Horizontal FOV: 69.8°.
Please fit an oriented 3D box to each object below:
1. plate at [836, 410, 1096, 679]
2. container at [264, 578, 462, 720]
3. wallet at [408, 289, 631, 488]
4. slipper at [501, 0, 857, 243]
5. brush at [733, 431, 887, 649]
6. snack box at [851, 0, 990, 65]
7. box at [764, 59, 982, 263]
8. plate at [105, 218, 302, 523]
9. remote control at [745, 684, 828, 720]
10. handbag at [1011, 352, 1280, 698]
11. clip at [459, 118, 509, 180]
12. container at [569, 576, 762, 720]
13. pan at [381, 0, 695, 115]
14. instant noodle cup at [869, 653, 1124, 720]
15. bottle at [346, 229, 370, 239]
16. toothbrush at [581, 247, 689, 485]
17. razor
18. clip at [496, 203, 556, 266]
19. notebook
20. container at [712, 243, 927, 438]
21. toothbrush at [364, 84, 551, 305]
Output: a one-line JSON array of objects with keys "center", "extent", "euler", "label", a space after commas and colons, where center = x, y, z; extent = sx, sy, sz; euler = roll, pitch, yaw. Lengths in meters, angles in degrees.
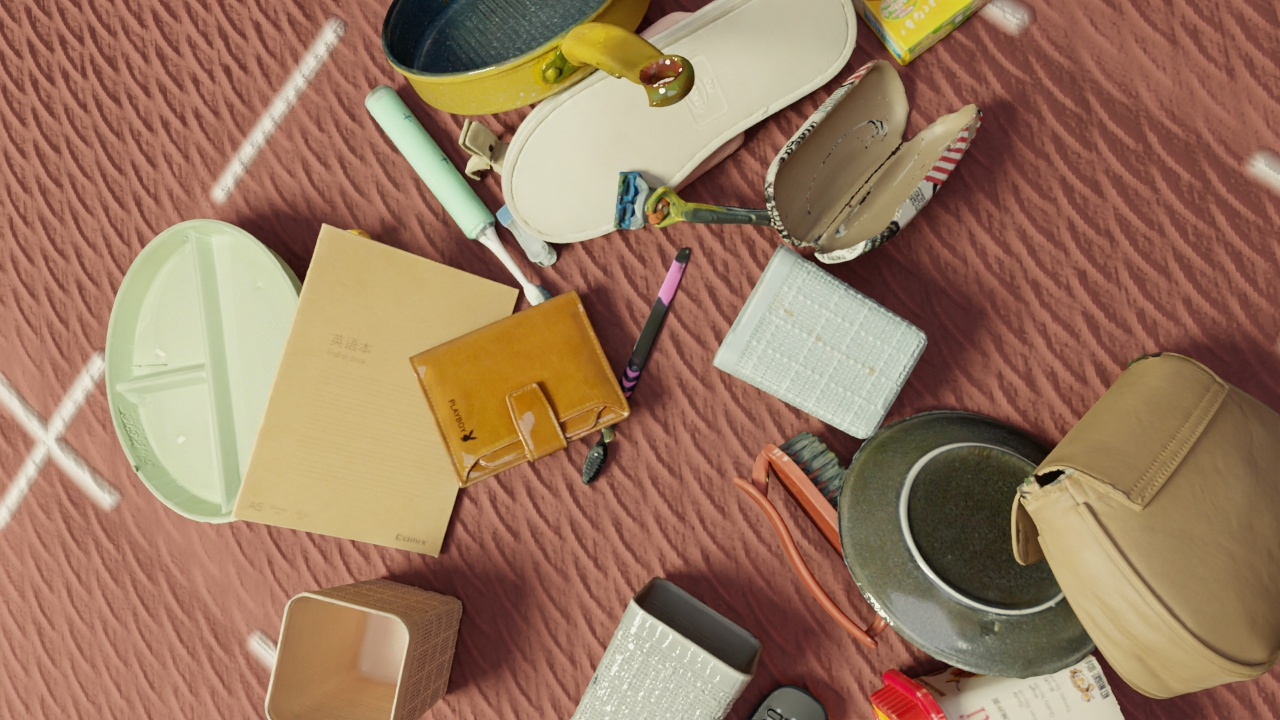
[{"center": [0.213, 0.104, 0.568], "extent": [0.179, 0.024, 0.179], "euler": [3, 56, -4], "label": "plate"}, {"center": [-0.185, 0.205, 0.643], "extent": [0.090, 0.111, 0.090], "euler": [10, 88, 12], "label": "container"}, {"center": [-0.082, 0.025, 0.649], "extent": [0.130, 0.035, 0.119], "euler": [-23, 71, -10], "label": "wallet"}, {"center": [0.022, -0.178, 0.641], "extent": [0.275, 0.054, 0.114], "euler": [-32, 118, 12], "label": "slipper"}, {"center": [0.127, 0.116, 0.611], "extent": [0.069, 0.063, 0.146], "euler": [-38, 78, -7], "label": "brush"}, {"center": [0.179, -0.290, 0.647], "extent": [0.087, 0.033, 0.140], "euler": [-36, 82, 7], "label": "snack box"}, {"center": [0.149, -0.134, 0.593], "extent": [0.085, 0.075, 0.161], "euler": [47, 65, -13], "label": "box"}, {"center": [-0.327, 0.008, 0.702], "extent": [0.231, 0.027, 0.230], "euler": [1, 94, 26], "label": "plate"}, {"center": [0.081, 0.282, 0.628], "extent": [0.053, 0.024, 0.136], "euler": [31, 93, 10], "label": "remote control"}, {"center": [0.303, 0.090, 0.527], "extent": [0.203, 0.100, 0.147], "euler": [-30, 75, -36], "label": "handbag"}, {"center": [-0.112, -0.151, 0.673], "extent": [0.098, 0.099, 0.035], "euler": [22, 92, 41], "label": "clip"}, {"center": [0.013, 0.223, 0.615], "extent": [0.090, 0.090, 0.114], "euler": [30, 95, 12], "label": "container"}, {"center": [-0.054, -0.215, 0.580], "extent": [0.197, 0.078, 0.357], "euler": [-36, 49, -4], "label": "pan"}, {"center": [0.224, 0.236, 0.564], "extent": [0.124, 0.117, 0.116], "euler": [-21, 82, -4], "label": "instant noodle cup"}, {"center": [-0.213, -0.042, 0.692], "extent": [0.063, 0.063, 0.108], "euler": [-13, 83, 10], "label": "bottle"}, {"center": [-0.004, 0.004, 0.670], "extent": [0.014, 0.018, 0.189], "euler": [23, 89, 4], "label": "toothbrush"}, {"center": [0.054, -0.103, 0.642], "extent": [0.142, 0.022, 0.043], "euler": [4, 124, -8], "label": "razor"}, {"center": [-0.084, -0.096, 0.690], "extent": [0.024, 0.028, 0.057], "euler": [-38, 81, 11], "label": "clip"}, {"center": [-0.186, 0.027, 0.660], "extent": [0.149, 0.012, 0.211], "euler": [18, 88, -28], "label": "notebook"}, {"center": [0.119, -0.007, 0.610], "extent": [0.111, 0.090, 0.090], "euler": [31, 92, 9], "label": "container"}, {"center": [-0.138, -0.124, 0.701], "extent": [0.027, 0.027, 0.224], "euler": [-45, 78, 29], "label": "toothbrush"}]
